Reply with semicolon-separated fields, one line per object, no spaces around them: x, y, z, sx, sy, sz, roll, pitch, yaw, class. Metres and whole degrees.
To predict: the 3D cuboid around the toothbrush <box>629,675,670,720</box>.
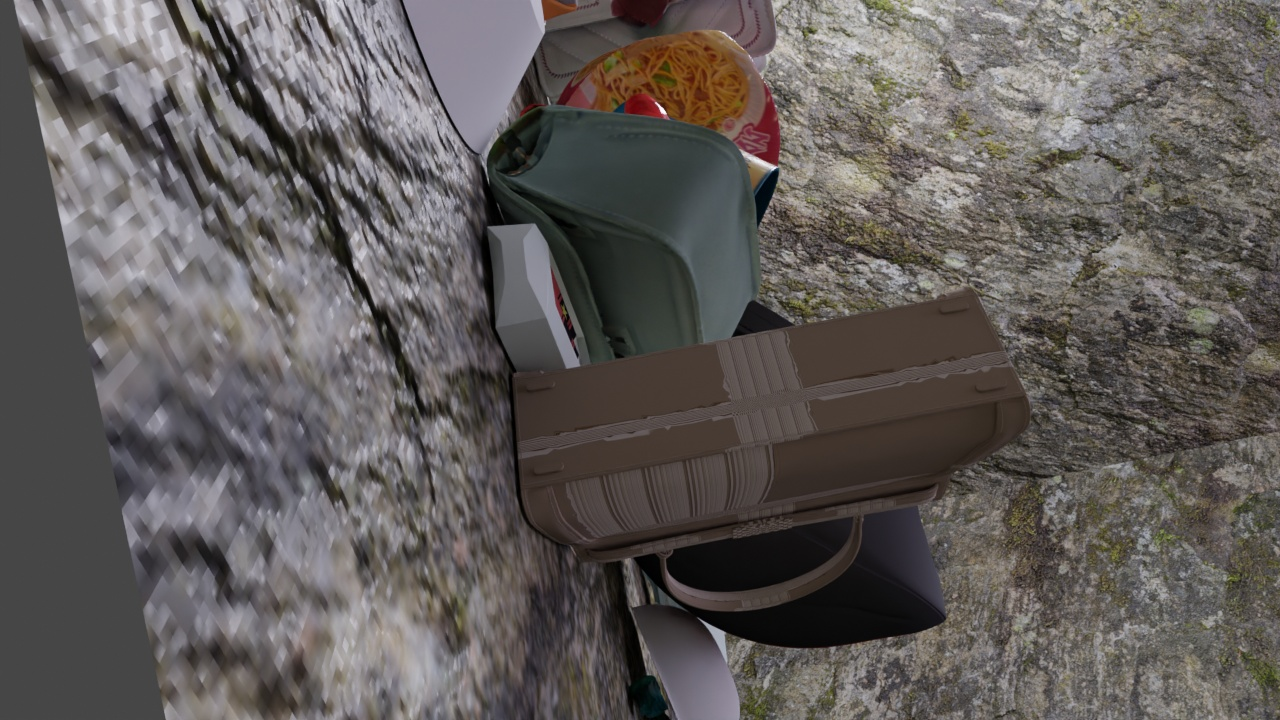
0.017;0.229;0.563;0.017;0.016;0.190;58;-10;35;toothbrush

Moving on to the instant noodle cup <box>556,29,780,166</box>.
0.007;-0.156;0.680;0.077;0.178;0.179;-127;-161;-54;instant noodle cup

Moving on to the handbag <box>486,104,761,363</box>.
-0.007;-0.046;0.419;0.067;0.106;0.122;-62;157;-25;handbag

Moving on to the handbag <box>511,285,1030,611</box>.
0.053;0.067;0.403;0.198;0.175;0.062;79;1;-52;handbag

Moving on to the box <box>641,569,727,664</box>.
0.035;0.188;0.755;0.083;0.066;0.199;-88;171;-71;box

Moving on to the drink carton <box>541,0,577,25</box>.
-0.071;-0.245;0.493;0.125;0.048;0.076;68;10;-78;drink carton

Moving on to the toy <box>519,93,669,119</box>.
-0.003;-0.097;0.530;0.094;0.133;0.088;89;4;-46;toy

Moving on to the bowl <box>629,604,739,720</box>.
0.034;0.194;0.566;0.110;0.040;0.110;156;-89;-84;bowl

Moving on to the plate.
-0.067;-0.172;0.360;0.174;0.036;0.174;-9;87;-88;plate

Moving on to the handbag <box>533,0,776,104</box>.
0.004;-0.293;0.755;0.096;0.198;0.142;-65;142;-83;handbag

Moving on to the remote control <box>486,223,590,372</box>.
-0.035;0.000;0.396;0.143;0.024;0.049;75;4;-57;remote control

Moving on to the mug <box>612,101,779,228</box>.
0.029;-0.113;0.601;0.113;0.107;0.083;-44;158;-58;mug

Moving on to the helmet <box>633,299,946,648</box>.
0.071;0.079;0.569;0.265;0.169;0.164;34;-7;18;helmet
